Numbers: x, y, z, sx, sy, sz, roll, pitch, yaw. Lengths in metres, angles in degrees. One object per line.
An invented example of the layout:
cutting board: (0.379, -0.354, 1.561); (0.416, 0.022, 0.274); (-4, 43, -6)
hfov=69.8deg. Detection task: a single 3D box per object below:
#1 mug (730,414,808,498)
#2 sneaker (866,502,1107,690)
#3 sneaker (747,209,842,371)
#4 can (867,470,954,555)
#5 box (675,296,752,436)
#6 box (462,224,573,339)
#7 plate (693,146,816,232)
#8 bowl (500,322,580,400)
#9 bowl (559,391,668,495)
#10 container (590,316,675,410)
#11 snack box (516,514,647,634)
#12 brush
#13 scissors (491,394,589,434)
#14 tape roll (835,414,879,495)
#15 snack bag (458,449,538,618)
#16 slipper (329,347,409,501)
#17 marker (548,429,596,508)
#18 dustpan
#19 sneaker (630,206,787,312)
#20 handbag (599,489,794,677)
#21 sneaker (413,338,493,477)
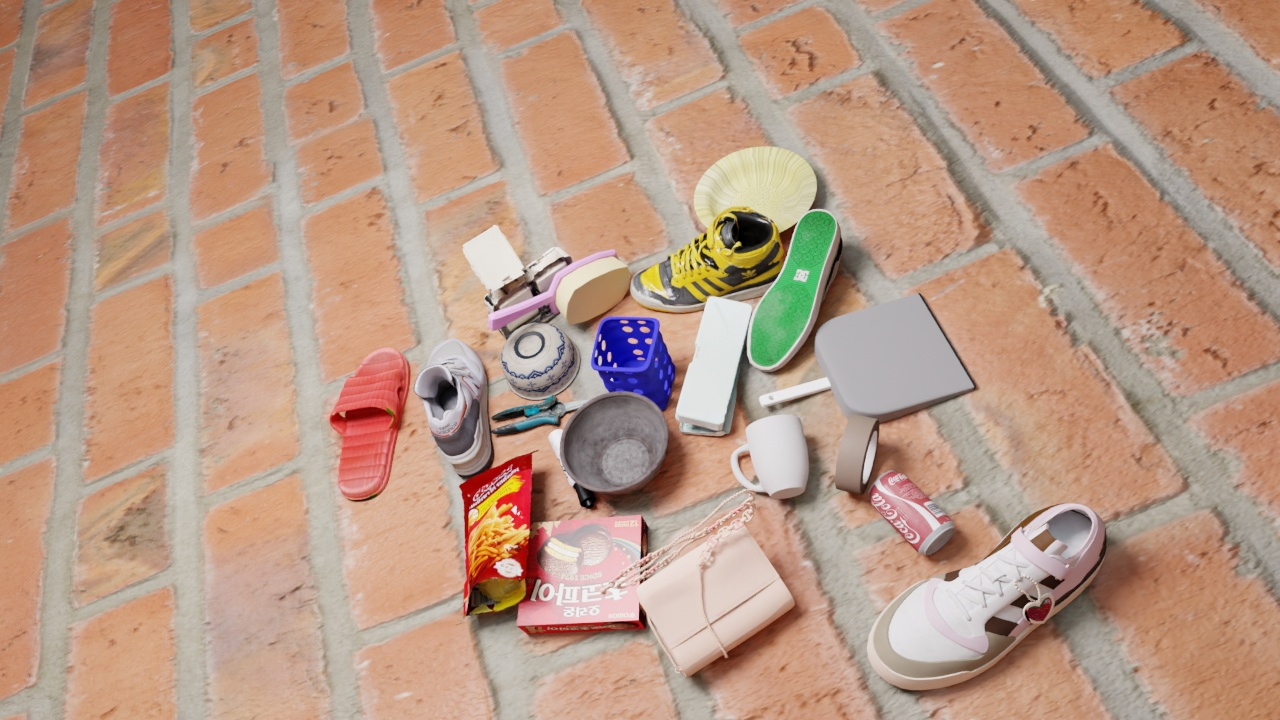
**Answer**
mug: (0.161, 0.129, 1.152); (0.107, 0.071, 0.089); (-27, 59, 33)
sneaker: (0.373, 0.244, 0.974); (0.294, 0.116, 0.111); (-29, 55, -3)
sneaker: (0.221, -0.087, 1.270); (0.084, 0.079, 0.235); (21, 83, 31)
can: (0.315, 0.177, 1.074); (0.054, 0.054, 0.096); (-36, 55, -8)
box: (0.103, 0.006, 1.249); (0.086, 0.072, 0.198); (-8, 53, 35)
box: (-0.176, -0.132, 1.341); (0.143, 0.182, 0.081); (-36, 54, -16)
plate: (0.176, -0.245, 1.397); (0.184, 0.036, 0.184); (-8, 56, 12)
bowl: (-0.151, -0.006, 1.329); (0.116, 0.059, 0.115); (-8, 56, 12)
bowl: (-0.027, 0.119, 1.206); (0.145, 0.067, 0.144); (-8, 56, 12)
container: (-0.007, 0.007, 1.243); (0.084, 0.114, 0.085); (3, 59, 18)
snack box: (-0.070, 0.267, 1.144); (0.152, 0.036, 0.132); (-6, 57, 13)
brush: (-0.113, -0.087, 1.314); (0.228, 0.089, 0.043); (-28, 58, -31)
scissors: (-0.144, 0.070, 1.303); (0.135, 0.019, 0.130); (28, 69, 28)
tape roll: (0.262, 0.113, 1.106); (0.030, 0.094, 0.093); (12, 62, 23)
snack bag: (-0.183, 0.218, 1.181); (0.139, 0.066, 0.207); (-34, 36, 25)
slipper: (-0.405, 0.082, 1.350); (0.104, 0.059, 0.248); (-6, 58, 13)
marker: (-0.091, 0.146, 1.234); (0.025, 0.025, 0.125); (-29, 55, -3)
dustpan: (0.281, 0.013, 1.207); (0.257, 0.033, 0.163); (-16, 55, -4)
sneaker: (0.091, -0.143, 1.306); (0.239, 0.122, 0.085); (-9, 55, 10)
handbag: (0.073, 0.259, 1.011); (0.198, 0.187, 0.116); (-30, 66, -11)
sneaker: (-0.270, 0.039, 1.296); (0.089, 0.124, 0.239); (-22, 55, 2)
